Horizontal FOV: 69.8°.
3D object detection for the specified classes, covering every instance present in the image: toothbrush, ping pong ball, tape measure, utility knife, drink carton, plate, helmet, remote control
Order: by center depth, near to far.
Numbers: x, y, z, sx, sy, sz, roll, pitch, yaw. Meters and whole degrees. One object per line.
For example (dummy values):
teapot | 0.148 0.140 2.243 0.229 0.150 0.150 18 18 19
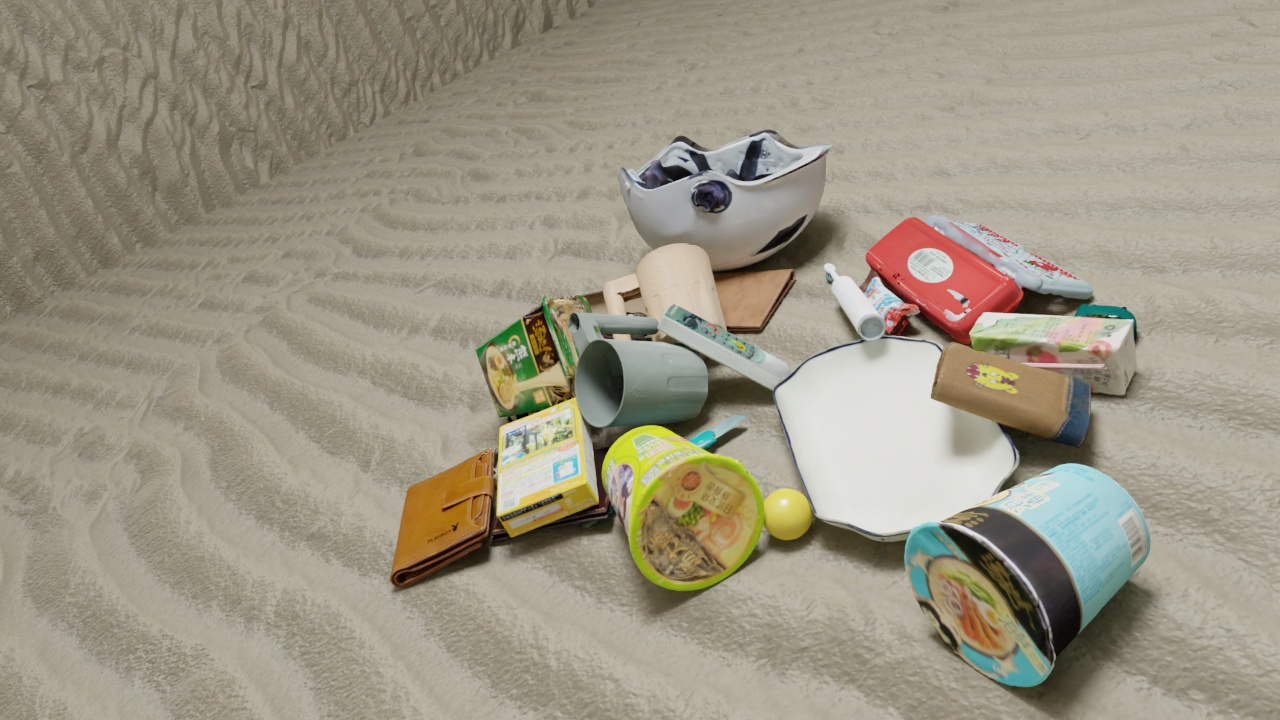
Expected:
ping pong ball | 0.115 0.121 0.724 0.040 0.040 0.040 -16 30 9
plate | 0.206 0.063 0.769 0.162 0.034 0.265 -18 29 5
drink carton | 0.346 -0.006 0.774 0.123 0.053 0.045 7 40 41
tape measure | 0.403 -0.029 0.803 0.055 0.025 0.058 5 40 40
utility knife | 0.021 0.099 0.845 0.185 0.013 0.029 -32 28 -12
remote control | 0.083 -0.013 0.900 0.135 0.019 0.056 28 20 5
toothbrush | 0.216 -0.068 0.953 0.027 0.026 0.220 -4 20 2
helmet | 0.106 -0.188 1.128 0.259 0.146 0.228 3 26 21

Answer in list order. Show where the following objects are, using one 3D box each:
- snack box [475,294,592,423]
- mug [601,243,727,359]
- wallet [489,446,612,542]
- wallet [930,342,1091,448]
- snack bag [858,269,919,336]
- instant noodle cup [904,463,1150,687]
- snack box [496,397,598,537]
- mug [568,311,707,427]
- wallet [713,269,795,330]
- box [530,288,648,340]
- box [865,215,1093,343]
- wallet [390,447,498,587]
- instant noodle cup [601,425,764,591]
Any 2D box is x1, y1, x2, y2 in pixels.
snack box | -0.105 0.002 0.970 0.106 0.117 0.118 -20 -3 18
mug | 0.025 -0.055 0.993 0.125 0.084 0.103 -16 59 7
wallet | -0.076 0.122 0.856 0.122 0.020 0.096 -15 32 21
wallet | 0.292 0.025 0.727 0.115 0.033 0.090 18 29 16
snack bag | 0.249 -0.056 0.939 0.045 0.026 0.105 -62 24 18
instant noodle cup | 0.249 0.125 0.580 0.120 0.111 0.111 -26 29 -24
snack box | -0.088 0.096 0.856 0.087 0.034 0.140 -22 33 6
mug | -0.005 0.005 0.889 0.103 0.084 0.123 1 54 -36
wallet | 0.114 -0.069 1.062 0.101 0.020 0.115 1 38 35
box | -0.065 -0.050 1.085 0.162 0.075 0.086 -14 61 16
box | 0.333 -0.096 0.926 0.157 0.069 0.201 -20 30 -5
wallet | -0.179 0.145 0.876 0.119 0.035 0.130 -31 27 11
instant noodle cup | 0.023 0.108 0.748 0.111 0.112 0.123 -28 23 -11
